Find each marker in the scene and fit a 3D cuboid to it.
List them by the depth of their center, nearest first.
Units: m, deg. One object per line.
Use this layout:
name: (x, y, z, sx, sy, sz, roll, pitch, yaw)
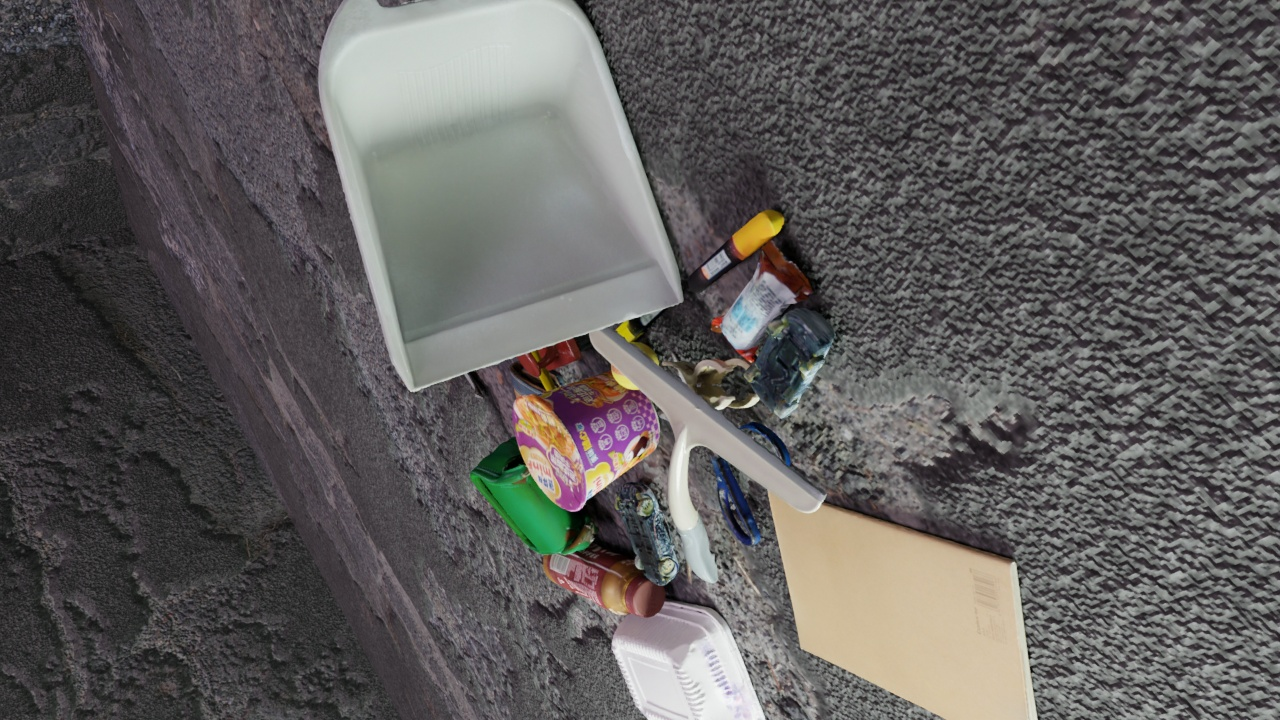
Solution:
marker: (0.063, -0.074, 0.639, 0.018, 0.015, 0.124, 60, 152, 3)
marker: (0.003, -0.035, 0.759, 0.018, 0.015, 0.124, 63, 147, 10)

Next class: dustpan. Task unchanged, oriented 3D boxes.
dustpan: (-0.107, -0.149, 0.651, 0.143, 0.222, 0.257, 106, 142, -64)

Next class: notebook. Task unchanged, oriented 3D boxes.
notebook: (0.178, 0.178, 0.650, 0.212, 0.012, 0.149, 10, 119, 54)

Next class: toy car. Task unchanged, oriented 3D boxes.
toy car: (0.101, 0.002, 0.617, 0.043, 0.034, 0.091, 48, 148, 21)
toy car: (0.008, 0.165, 0.878, 0.049, 0.031, 0.105, -1, 110, 58)

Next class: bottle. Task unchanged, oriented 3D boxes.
bottle: (-0.040, 0.229, 0.973, 0.175, 0.057, 0.057, 6, 117, 56)

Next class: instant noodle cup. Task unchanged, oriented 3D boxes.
instant noodle cup: (-0.044, 0.064, 0.819, 0.111, 0.099, 0.112, 38, 140, 40)
instant noodle cup: (0.036, 0.313, 0.920, 0.174, 0.060, 0.138, -13, 101, 57)

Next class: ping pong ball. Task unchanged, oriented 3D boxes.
ping pong ball: (-0.005, 0.005, 0.772, 0.040, 0.040, 0.040, 36, 139, 39)

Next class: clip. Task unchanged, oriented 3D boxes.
clip: (0.050, 0.018, 0.698, 0.101, 0.034, 0.076, -10, 84, 61)

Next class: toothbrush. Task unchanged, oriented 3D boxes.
toothbrush: (-0.097, 0.007, 0.910, 0.190, 0.015, 0.017, 62, 145, 23)

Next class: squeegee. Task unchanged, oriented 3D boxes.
squeegee: (0.040, 0.118, 0.739, 0.246, 0.039, 0.247, 38, 151, 36)

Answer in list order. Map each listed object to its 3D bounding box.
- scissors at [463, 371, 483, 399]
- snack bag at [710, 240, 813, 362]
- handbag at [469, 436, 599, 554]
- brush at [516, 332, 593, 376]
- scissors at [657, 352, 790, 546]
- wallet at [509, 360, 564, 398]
scissors: (-0.244, -0.050, 1.122, 0.210, 0.015, 0.177, 35, 138, 39)
snack bag: (0.080, -0.036, 0.627, 0.045, 0.026, 0.106, 50, 147, 13)
handbag: (-0.110, 0.147, 0.981, 0.131, 0.067, 0.120, 55, 155, -18)
brush: (-0.102, -0.061, 0.846, 0.063, 0.069, 0.146, -18, 96, 58)
scissors: (0.065, 0.072, 0.739, 0.176, 0.012, 0.162, 6, 114, 59)
wallet: (-0.100, 0.063, 0.971, 0.090, 0.033, 0.115, 27, 134, 49)
